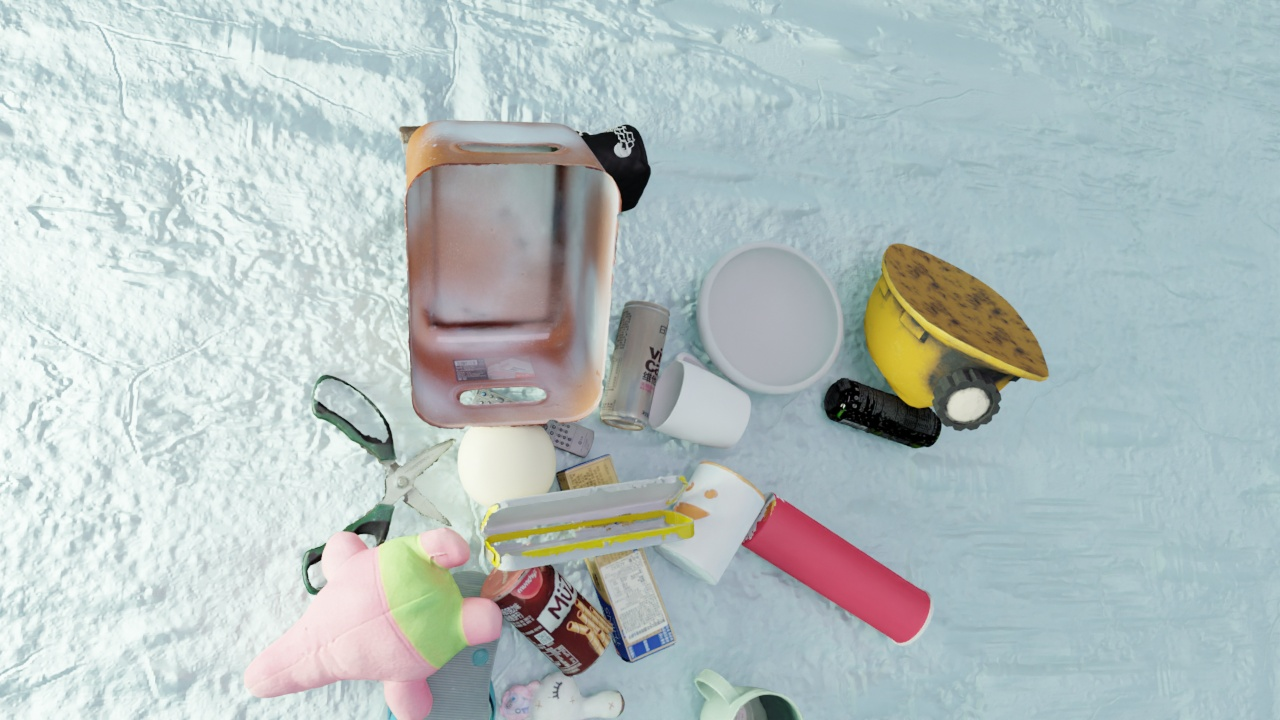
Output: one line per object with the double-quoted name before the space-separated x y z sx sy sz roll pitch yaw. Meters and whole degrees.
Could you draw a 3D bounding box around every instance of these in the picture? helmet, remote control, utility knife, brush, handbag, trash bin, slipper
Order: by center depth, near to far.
"trash bin" -0.129 -0.088 0.865 0.181 0.157 0.260 -3 123 -14
"slipper" -0.187 0.340 0.885 0.098 0.055 0.268 8 66 -14
"utility knife" -0.226 0.270 0.901 0.022 0.015 0.176 16 72 -14
"brush" -0.215 -0.202 0.928 0.045 0.143 0.008 -4 78 -11
"remote control" -0.115 0.067 0.976 0.136 0.013 0.033 23 73 -13
"handbag" -0.073 -0.216 0.987 0.153 0.125 0.114 -10 82 -19
"helmet" 0.340 -0.016 1.060 0.205 0.132 0.254 22 31 -12

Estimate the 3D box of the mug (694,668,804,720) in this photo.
"mug" 0.098 0.362 0.937 0.084 0.104 0.111 -39 93 -21

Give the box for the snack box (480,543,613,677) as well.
"snack box" -0.091 0.246 0.905 0.121 0.072 0.072 48 69 -16

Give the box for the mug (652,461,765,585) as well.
"mug" 0.073 0.173 0.978 0.082 0.082 0.105 36 71 -8

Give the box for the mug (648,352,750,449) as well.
"mug" 0.066 0.040 1.014 0.087 0.081 0.114 22 42 -19

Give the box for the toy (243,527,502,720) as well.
"toy" -0.251 0.247 0.847 0.236 0.097 0.192 -26 80 -4

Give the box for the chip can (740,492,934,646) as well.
"chip can" 0.217 0.231 1.020 0.220 0.069 0.069 33 71 -9

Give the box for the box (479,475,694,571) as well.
"box" -0.048 0.156 0.884 0.209 0.067 0.070 -4 77 -26

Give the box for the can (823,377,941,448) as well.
"can" 0.285 0.063 1.084 0.137 0.054 0.054 19 74 -14

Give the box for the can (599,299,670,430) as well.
"can" -0.006 0.006 1.002 0.054 0.054 0.135 17 74 -14

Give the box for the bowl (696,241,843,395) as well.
"bowl" 0.140 -0.044 1.052 0.176 0.066 0.176 4 78 -17

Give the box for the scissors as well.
"scissors" -0.285 0.117 0.912 0.201 0.015 0.203 -41 91 -20

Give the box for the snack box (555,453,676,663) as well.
"snack box" -0.027 0.204 0.955 0.056 0.057 0.206 -18 86 -19

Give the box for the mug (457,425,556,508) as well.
"mug" -0.131 0.114 0.909 0.096 0.100 0.120 1 88 -14

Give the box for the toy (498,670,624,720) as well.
"toy" -0.080 0.354 0.917 0.122 0.038 0.079 18 81 -11
